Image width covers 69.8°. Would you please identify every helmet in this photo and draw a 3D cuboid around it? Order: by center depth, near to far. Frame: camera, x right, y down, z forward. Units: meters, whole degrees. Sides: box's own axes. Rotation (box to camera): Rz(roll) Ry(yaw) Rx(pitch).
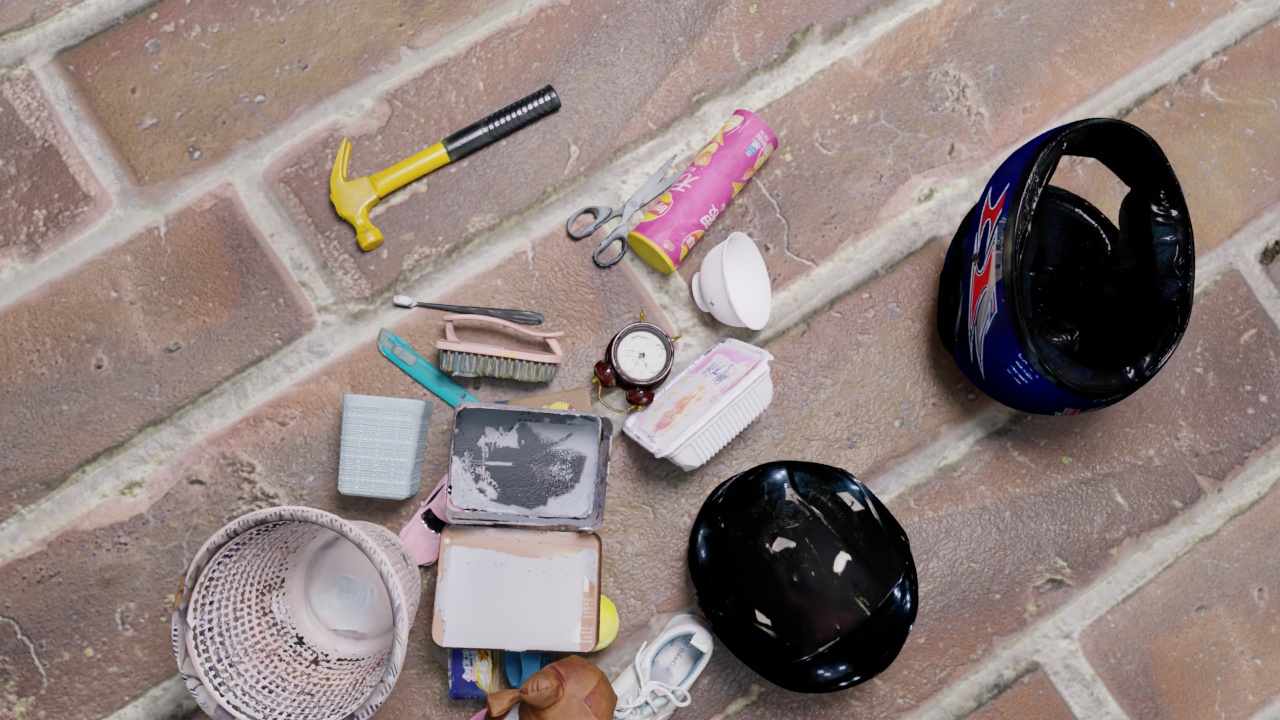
[{"bbox_3d":[0.173,0.222,1.000,0.233,0.230,0.274,-40,68,-10],"label":"helmet"},{"bbox_3d":[0.462,-0.097,1.041,0.247,0.240,0.315,-2,94,-4],"label":"helmet"}]

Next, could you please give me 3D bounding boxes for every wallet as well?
[{"bbox_3d":[-0.110,0.083,1.081,0.115,0.033,0.090,-10,83,-10],"label":"wallet"}]

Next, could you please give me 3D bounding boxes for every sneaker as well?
[{"bbox_3d":[-0.002,0.389,1.022,0.089,0.091,0.242,42,82,2],"label":"sneaker"}]

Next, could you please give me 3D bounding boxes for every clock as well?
[{"bbox_3d":[-0.006,0.006,1.085,0.082,0.055,0.121,33,79,-1],"label":"clock"}]

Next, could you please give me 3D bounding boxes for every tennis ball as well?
[{"bbox_3d":[-0.057,0.297,1.041,0.065,0.065,0.065,1,83,-5],"label":"tennis ball"}]

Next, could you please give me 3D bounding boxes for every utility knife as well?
[{"bbox_3d":[-0.252,0.014,1.084,0.151,0.013,0.029,37,84,0],"label":"utility knife"}]

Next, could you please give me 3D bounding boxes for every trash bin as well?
[{"bbox_3d":[-0.325,0.254,0.949,0.227,0.192,0.227,0,88,3],"label":"trash bin"}]

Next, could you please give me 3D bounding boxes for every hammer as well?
[{"bbox_3d":[-0.234,-0.255,1.110,0.300,0.033,0.129,-29,88,-8],"label":"hammer"}]

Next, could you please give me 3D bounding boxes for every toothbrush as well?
[{"bbox_3d":[-0.205,-0.061,1.097,0.181,0.018,0.015,7,79,-5],"label":"toothbrush"}]

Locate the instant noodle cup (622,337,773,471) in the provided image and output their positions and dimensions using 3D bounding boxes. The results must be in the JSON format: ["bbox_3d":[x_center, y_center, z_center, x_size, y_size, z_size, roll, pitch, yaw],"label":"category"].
[{"bbox_3d":[0.075,0.056,1.058,0.173,0.138,0.060,-39,110,-9],"label":"instant noodle cup"}]

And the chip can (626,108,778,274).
[{"bbox_3d":[0.076,-0.205,1.110,0.071,0.071,0.210,40,81,1],"label":"chip can"}]

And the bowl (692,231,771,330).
[{"bbox_3d":[0.102,-0.088,1.095,0.065,0.118,0.118,-12,83,33],"label":"bowl"}]

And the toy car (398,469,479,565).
[{"bbox_3d":[-0.230,0.181,1.055,0.056,0.037,0.122,36,83,1],"label":"toy car"}]

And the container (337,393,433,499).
[{"bbox_3d":[-0.288,0.097,1.035,0.090,0.090,0.111,5,85,-4],"label":"container"}]

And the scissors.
[{"bbox_3d":[-0.016,-0.193,1.131,0.156,0.014,0.168,8,82,-5],"label":"scissors"}]

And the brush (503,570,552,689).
[{"bbox_3d":[-0.126,0.302,1.030,0.055,0.074,0.143,-1,83,-12],"label":"brush"}]

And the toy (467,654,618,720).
[{"bbox_3d":[-0.110,0.399,0.966,0.140,0.200,0.130,49,39,2],"label":"toy"}]

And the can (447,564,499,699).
[{"bbox_3d":[-0.186,0.302,1.025,0.049,0.074,0.148,-1,84,-2],"label":"can"}]

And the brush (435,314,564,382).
[{"bbox_3d":[-0.162,-0.013,1.070,0.145,0.063,0.073,7,93,-5],"label":"brush"}]

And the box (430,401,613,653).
[{"bbox_3d":[-0.129,0.181,1.001,0.178,0.105,0.260,5,89,-12],"label":"box"}]
